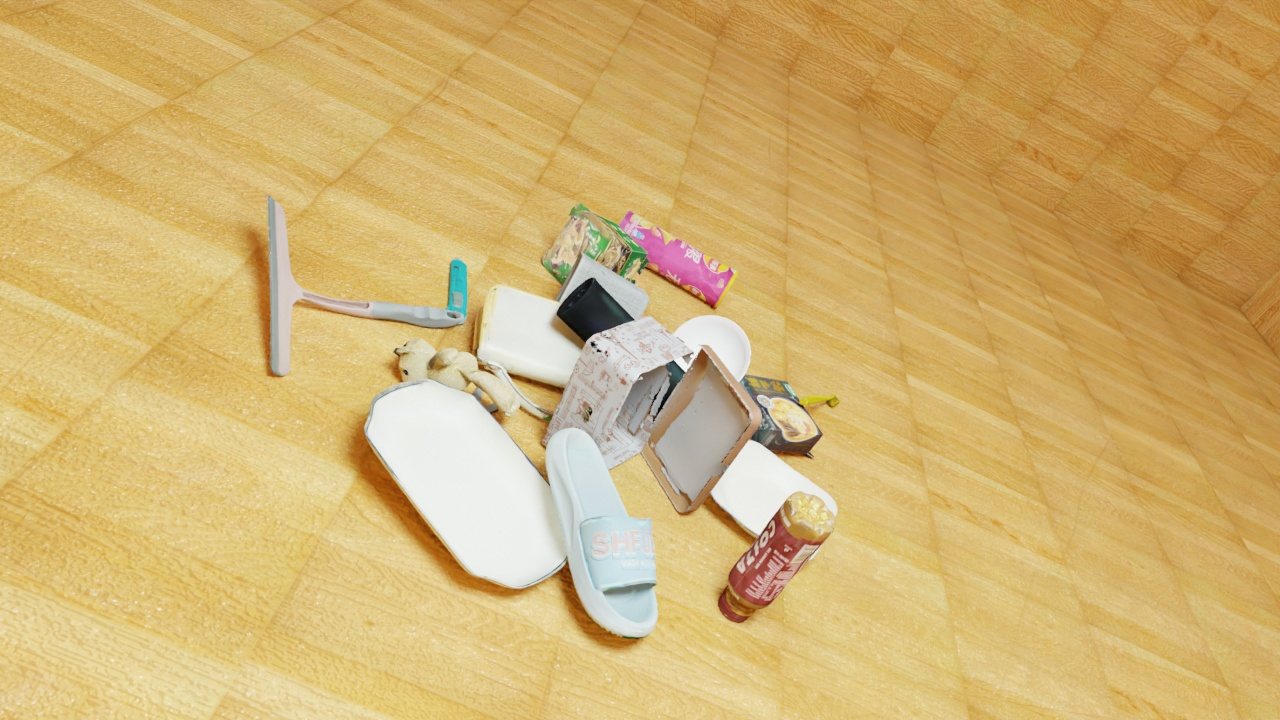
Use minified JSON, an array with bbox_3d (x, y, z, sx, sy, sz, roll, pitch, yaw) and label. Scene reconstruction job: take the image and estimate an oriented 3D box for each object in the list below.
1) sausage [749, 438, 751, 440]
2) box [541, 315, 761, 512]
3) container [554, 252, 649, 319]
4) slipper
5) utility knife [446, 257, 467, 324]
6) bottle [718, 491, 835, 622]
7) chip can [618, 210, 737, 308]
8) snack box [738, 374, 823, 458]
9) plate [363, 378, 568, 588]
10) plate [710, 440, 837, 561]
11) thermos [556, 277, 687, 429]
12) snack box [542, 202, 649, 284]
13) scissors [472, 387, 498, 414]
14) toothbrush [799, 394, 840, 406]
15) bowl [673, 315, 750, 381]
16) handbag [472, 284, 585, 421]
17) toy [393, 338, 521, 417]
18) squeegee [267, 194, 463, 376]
[{"bbox_3d":[0.135,0.093,1.294,0.020,0.020,0.155,4,42,-34],"label":"sausage"},{"bbox_3d":[0.020,0.079,1.083,0.193,0.183,0.156,41,35,21],"label":"box"},{"bbox_3d":[-0.055,-0.086,1.309,0.114,0.090,0.090,27,9,-10],"label":"container"},{"bbox_3d":[-0.031,0.174,0.971,0.104,0.074,0.245,21,41,-53],"label":"slipper"},{"bbox_3d":[-0.251,-0.097,1.258,0.029,0.013,0.157,16,35,-22],"label":"utility knife"},{"bbox_3d":[0.141,0.217,0.991,0.057,0.175,0.057,21,34,-15],"label":"bottle"},{"bbox_3d":[0.055,-0.169,1.536,0.210,0.072,0.071,30,33,1],"label":"chip can"},{"bbox_3d":[0.196,0.080,1.319,0.125,0.053,0.113,8,39,-36],"label":"snack box"},{"bbox_3d":[-0.183,0.130,0.965,0.265,0.034,0.161,48,35,14],"label":"plate"},{"bbox_3d":[0.165,0.185,1.181,0.163,0.034,0.163,36,33,10],"label":"plate"},{"bbox_3d":[-0.007,0.007,1.195,0.242,0.069,0.089,45,60,-16],"label":"thermos"},{"bbox_3d":[-0.062,-0.161,1.414,0.117,0.118,0.105,46,24,22],"label":"snack box"},{"bbox_3d":[-0.205,0.069,1.073,0.175,0.014,0.159,5,40,-35],"label":"scissors"},{"bbox_3d":[0.274,0.062,1.392,0.016,0.016,0.189,52,18,17],"label":"toothbrush"},{"bbox_3d":[0.098,0.002,1.304,0.118,0.118,0.065,44,-9,20],"label":"bowl"},{"bbox_3d":[-0.137,0.001,1.184,0.163,0.063,0.178,17,48,-19],"label":"handbag"},{"bbox_3d":[-0.213,0.022,1.076,0.157,0.066,0.105,23,-7,6],"label":"toy"},{"bbox_3d":[-0.336,-0.067,1.131,0.249,0.040,0.247,10,53,-36],"label":"squeegee"}]
